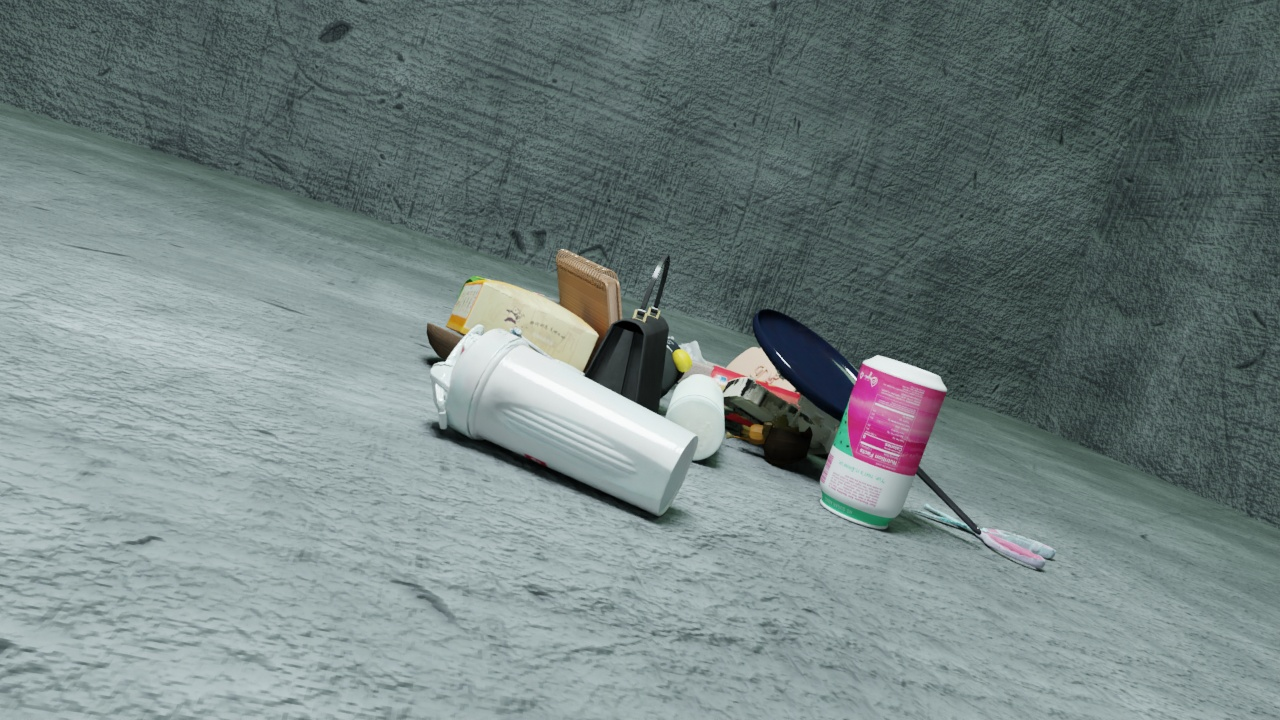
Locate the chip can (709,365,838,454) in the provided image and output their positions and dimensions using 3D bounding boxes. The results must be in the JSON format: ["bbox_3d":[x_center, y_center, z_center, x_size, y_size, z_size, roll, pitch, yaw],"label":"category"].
[{"bbox_3d":[0.201,0.075,1.282,0.233,0.073,0.073,19,7,13],"label":"chip can"}]

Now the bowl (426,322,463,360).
[{"bbox_3d":[-0.189,-0.005,1.022,0.118,0.030,0.118,24,-4,1],"label":"bowl"}]

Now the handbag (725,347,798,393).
[{"bbox_3d":[0.230,0.084,1.419,0.187,0.116,0.198,61,-7,-31],"label":"handbag"}]

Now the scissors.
[{"bbox_3d":[0.409,0.204,1.072,0.158,0.014,0.173,12,6,-35],"label":"scissors"}]

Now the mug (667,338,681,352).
[{"bbox_3d":[0.005,0.002,1.403,0.105,0.071,0.077,-8,-2,21],"label":"mug"}]

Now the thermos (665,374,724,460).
[{"bbox_3d":[0.064,0.061,1.066,0.068,0.068,0.230,19,8,3],"label":"thermos"}]

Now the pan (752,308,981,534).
[{"bbox_3d":[0.259,0.067,1.065,0.356,0.021,0.198,49,24,23],"label":"pan"}]

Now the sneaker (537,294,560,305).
[{"bbox_3d":[-0.077,-0.030,1.294,0.236,0.099,0.089,25,8,-7],"label":"sneaker"}]

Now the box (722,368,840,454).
[{"bbox_3d":[0.204,0.038,1.144,0.143,0.101,0.194,32,-11,-10],"label":"box"}]

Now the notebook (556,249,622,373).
[{"bbox_3d":[-0.063,-0.040,1.128,0.022,0.169,0.210,-9,17,-18],"label":"notebook"}]

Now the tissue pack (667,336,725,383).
[{"bbox_3d":[0.052,-0.003,1.540,0.181,0.071,0.103,16,8,12],"label":"tissue pack"}]

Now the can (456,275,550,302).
[{"bbox_3d":[-0.186,-0.064,1.319,0.144,0.083,0.083,15,8,-28],"label":"can"}]

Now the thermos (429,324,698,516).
[{"bbox_3d":[-0.067,0.048,0.752,0.220,0.099,0.099,24,9,15],"label":"thermos"}]

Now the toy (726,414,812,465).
[{"bbox_3d":[0.154,0.093,1.098,0.100,0.062,0.076,9,-16,11],"label":"toy"}]

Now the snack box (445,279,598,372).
[{"bbox_3d":[-0.142,-0.042,1.094,0.145,0.080,0.195,25,-3,-17],"label":"snack box"}]

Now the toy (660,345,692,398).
[{"bbox_3d":[-0.007,0.007,1.182,0.097,0.099,0.119,37,-7,-24],"label":"toy"}]

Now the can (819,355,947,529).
[{"bbox_3d":[0.249,0.083,0.951,0.088,0.166,0.088,18,7,-3],"label":"can"}]

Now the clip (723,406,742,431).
[{"bbox_3d":[0.103,0.073,1.227,0.076,0.047,0.023,12,7,-24],"label":"clip"}]

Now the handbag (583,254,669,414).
[{"bbox_3d":[-0.005,-0.008,0.888,0.072,0.196,0.175,19,7,7],"label":"handbag"}]

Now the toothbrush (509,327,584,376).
[{"bbox_3d":[-0.067,0.021,0.998,0.185,0.022,0.024,37,-34,-4],"label":"toothbrush"}]
